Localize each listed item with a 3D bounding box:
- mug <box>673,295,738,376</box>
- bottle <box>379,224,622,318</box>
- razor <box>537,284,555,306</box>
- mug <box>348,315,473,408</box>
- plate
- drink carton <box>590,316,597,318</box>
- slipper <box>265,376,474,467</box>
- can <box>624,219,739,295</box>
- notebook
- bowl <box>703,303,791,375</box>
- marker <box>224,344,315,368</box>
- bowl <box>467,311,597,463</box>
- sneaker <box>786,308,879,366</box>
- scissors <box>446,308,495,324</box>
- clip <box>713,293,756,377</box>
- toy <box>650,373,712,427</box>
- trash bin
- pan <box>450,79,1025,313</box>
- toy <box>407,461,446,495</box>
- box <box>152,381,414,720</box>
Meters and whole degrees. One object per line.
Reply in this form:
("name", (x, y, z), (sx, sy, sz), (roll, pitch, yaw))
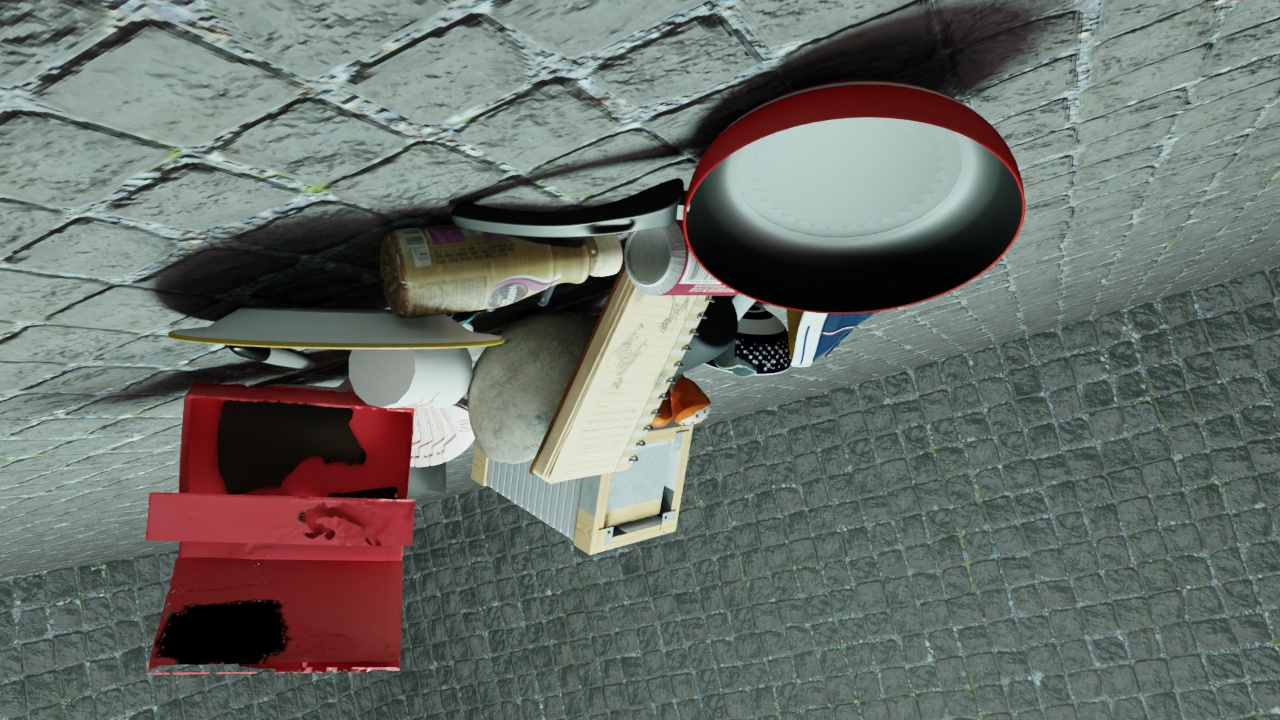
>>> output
("mug", (0.056, -0.043, 0.974), (0.121, 0.085, 0.095), (-42, -169, -38))
("bottle", (-0.091, -0.068, 0.635), (0.165, 0.059, 0.060), (-10, 170, -27))
("razor", (-0.118, -0.070, 0.711), (0.144, 0.022, 0.043), (4, 118, -50))
("mug", (-0.202, -0.003, 0.853), (0.105, 0.073, 0.089), (-44, 162, 16))
("plate", (-0.215, -0.026, 0.668), (0.230, 0.021, 0.229), (2, -176, 0))
("drink carton", (-0.059, -0.019, 1.039), (0.059, 0.040, 0.122), (-18, 170, 24))
("slipper", (-0.289, 0.055, 0.975), (0.239, 0.064, 0.094), (4, 126, -2))
("can", (0.044, -0.083, 0.730), (0.114, 0.063, 0.063), (-4, 167, -46))
("notebook", (-0.005, 0.005, 0.835), (0.024, 0.226, 0.167), (30, -168, 25))
("bowl", (0.126, -0.033, 1.109), (0.120, 0.066, 0.120), (5, -161, -2))
("marker", (-0.326, -0.005, 0.813), (0.022, 0.016, 0.138), (16, 175, 8))
("bowl", (-0.109, 0.009, 0.898), (0.179, 0.178, 0.081), (-20, 126, 33))
("sneaker", (0.220, -0.067, 0.977), (0.127, 0.120, 0.295), (-1, 168, 2))
("scissors", (-0.152, -0.044, 0.735), (0.149, 0.019, 0.123), (1, 170, 21))
("clip", (0.117, -0.067, 0.992), (0.030, 0.159, 0.173), (25, -167, -20))
("toy", (-0.026, 0.042, 1.014), (0.164, 0.093, 0.172), (11, -173, 44))
("trash bin", (-0.080, 0.117, 1.164), (0.142, 0.142, 0.247), (-5, -161, -44))
("pan", (0.060, -0.101, 0.592), (0.356, 0.067, 0.209), (5, 153, 2))
("toy", (-0.332, 0.110, 1.112), (0.184, 0.140, 0.158), (-5, -150, 12))
("box", (-0.329, 0.180, 0.869), (0.210, 0.318, 0.121), (6, 167, -17))
